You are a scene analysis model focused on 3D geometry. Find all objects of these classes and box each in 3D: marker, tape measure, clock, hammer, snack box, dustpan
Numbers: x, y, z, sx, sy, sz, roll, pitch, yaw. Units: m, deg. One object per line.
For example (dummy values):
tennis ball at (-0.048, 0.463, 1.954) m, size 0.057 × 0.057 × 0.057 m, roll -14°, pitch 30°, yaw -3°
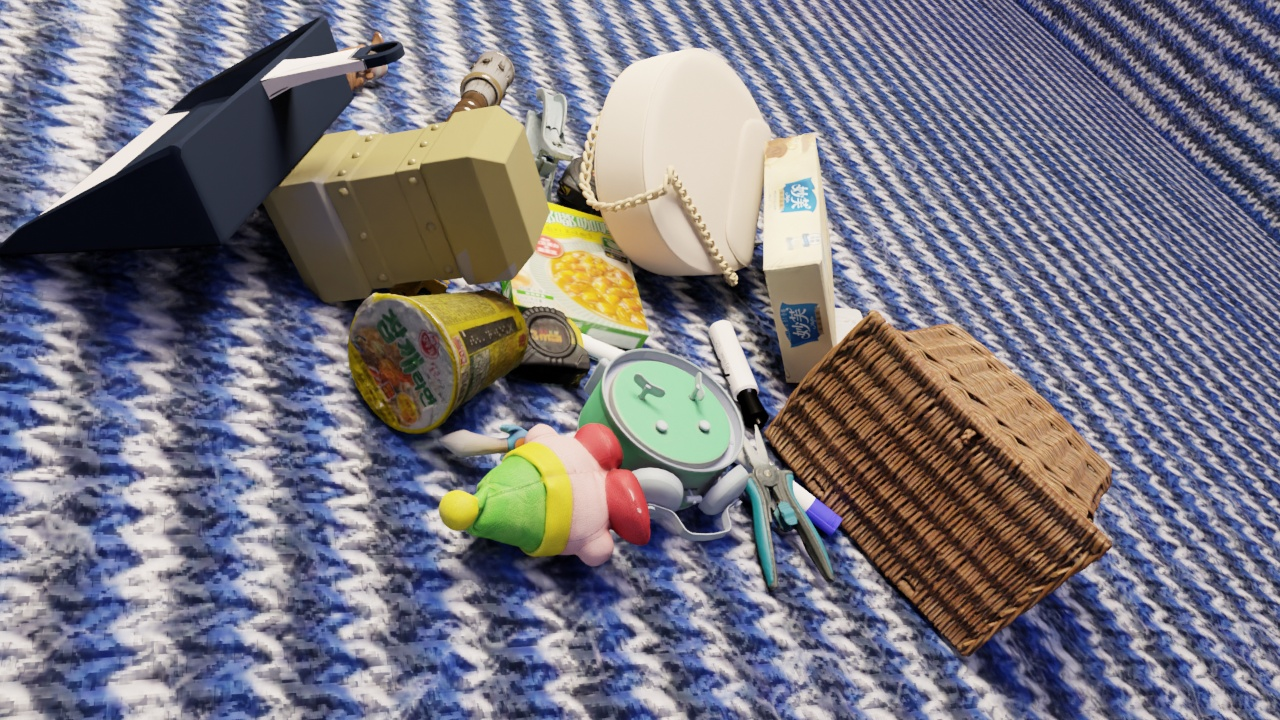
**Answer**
marker at (0.108, 0.097, 0.779) m, size 0.141 × 0.020 × 0.020 m, roll 38°, pitch 38°, yaw 8°
marker at (-0.005, 0.005, 0.808) m, size 0.133 × 0.017 × 0.020 m, roll 23°, pitch 2°, yaw -11°
marker at (0.092, 0.013, 0.857) m, size 0.025 × 0.025 × 0.125 m, roll 9°, pitch 43°, yaw -27°
tape measure at (-0.050, -0.179, 0.962) m, size 0.071 × 0.042 × 0.072 m, roll 30°, pitch 42°, yaw 0°
clock at (0.024, 0.066, 0.710) m, size 0.121 × 0.076 × 0.161 m, roll 2°, pitch 47°, yaw -33°
hammer at (-0.160, -0.191, 0.787) m, size 0.190 × 0.101 × 0.324 m, roll -6°, pitch 37°, yaw 13°
snack box at (-0.067, -0.086, 0.857) m, size 0.131 × 0.027 × 0.167 m, roll 12°, pitch 41°, yaw -25°
snack box at (0.160, -0.104, 0.914) m, size 0.055 × 0.153 × 0.206 m, roll -6°, pitch 45°, yaw 15°
tape measure at (-0.081, -0.012, 0.758) m, size 0.067 × 0.038 × 0.062 m, roll 6°, pitch 52°, yaw -25°
dustpan at (-0.288, -0.175, 0.652) m, size 0.273 × 0.080 × 0.235 m, roll -1°, pitch 38°, yaw 9°

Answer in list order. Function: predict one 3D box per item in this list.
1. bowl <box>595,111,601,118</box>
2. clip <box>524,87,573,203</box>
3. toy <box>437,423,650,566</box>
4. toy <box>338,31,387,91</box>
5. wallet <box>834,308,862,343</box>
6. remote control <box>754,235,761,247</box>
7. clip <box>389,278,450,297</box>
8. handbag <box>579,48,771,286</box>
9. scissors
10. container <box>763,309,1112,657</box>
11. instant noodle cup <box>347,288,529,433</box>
bowl at (0.006, -0.228, 1.019) m, size 0.117 × 0.118 × 0.074 m, roll 7°, pitch 86°, yaw -29°
clip at (-0.105, -0.216, 0.964) m, size 0.028 × 0.108 × 0.163 m, roll 13°, pitch 37°, yaw -21°
toy at (-0.070, 0.084, 0.619) m, size 0.131 × 0.097 × 0.124 m, roll -18°, pitch 65°, yaw -14°
toy at (-0.290, -0.300, 0.932) m, size 0.055 × 0.042 × 0.101 m, roll 24°, pitch 40°, yaw 27°
wallet at (0.203, -0.009, 0.958) m, size 0.086 × 0.032 × 0.116 m, roll 7°, pitch 44°, yaw -12°
remote control at (0.083, -0.136, 1.027) m, size 0.136 × 0.013 × 0.033 m, roll -13°, pitch 55°, yaw -43°
clip at (-0.190, -0.064, 0.759) m, size 0.053 × 0.035 × 0.046 m, roll 31°, pitch 19°, yaw -3°
handbag at (0.051, -0.190, 0.902) m, size 0.208 × 0.103 × 0.210 m, roll 21°, pitch 75°, yaw -49°
scissors at (0.111, 0.122, 0.741) m, size 0.149 × 0.019 × 0.122 m, roll 39°, pitch 52°, yaw 13°
container at (0.272, 0.084, 0.799) m, size 0.182 × 0.163 × 0.250 m, roll -16°, pitch 59°, yaw -49°
instant noodle cup at (-0.141, -0.010, 0.673) m, size 0.102 × 0.102 × 0.108 m, roll 42°, pitch 30°, yaw 13°
